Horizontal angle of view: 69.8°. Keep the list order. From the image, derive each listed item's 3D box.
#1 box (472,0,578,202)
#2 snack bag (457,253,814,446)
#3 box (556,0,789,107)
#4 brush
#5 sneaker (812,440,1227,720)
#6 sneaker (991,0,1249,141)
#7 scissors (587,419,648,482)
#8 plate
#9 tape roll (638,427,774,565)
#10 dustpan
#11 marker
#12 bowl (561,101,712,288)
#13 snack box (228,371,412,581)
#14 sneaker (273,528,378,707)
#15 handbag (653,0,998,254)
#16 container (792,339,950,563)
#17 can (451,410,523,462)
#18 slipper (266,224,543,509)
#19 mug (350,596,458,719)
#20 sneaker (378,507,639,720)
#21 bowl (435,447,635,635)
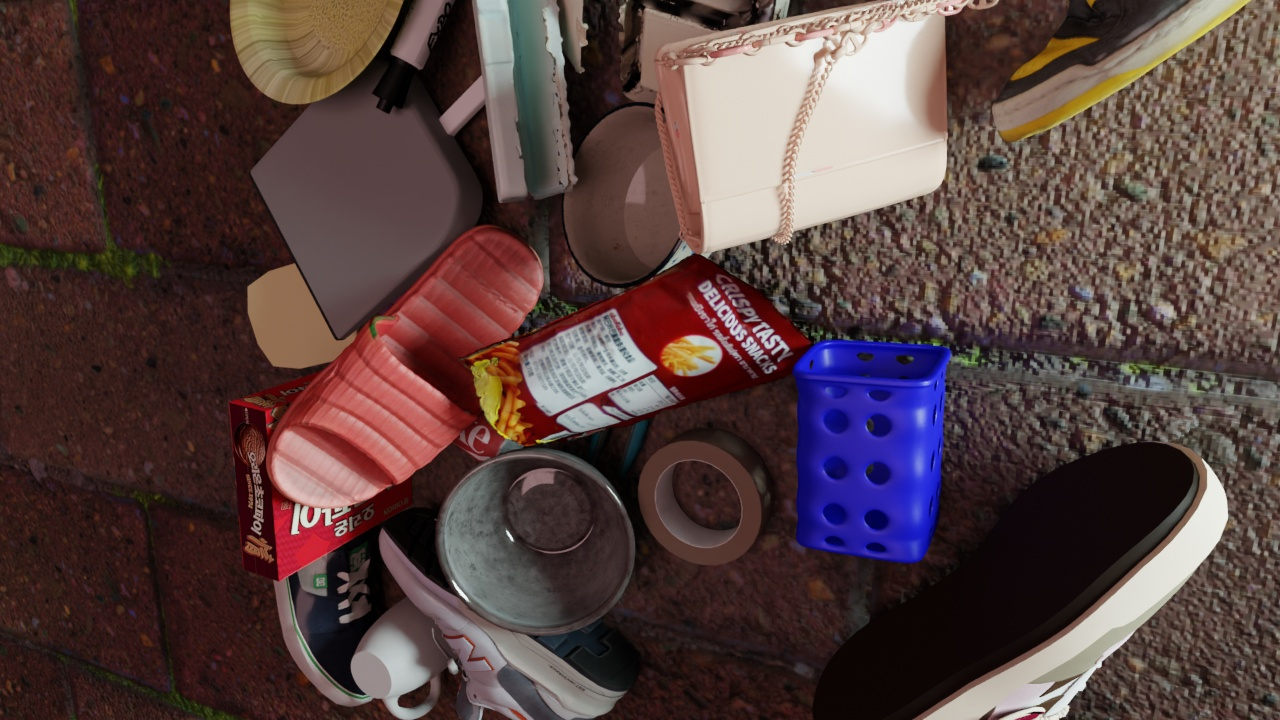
[{"bbox_3d":[-0.086,-0.204,0.597,0.086,0.072,0.199,0,99,47],"label":"box"},{"bbox_3d":[-0.004,0.003,0.599,0.208,0.066,0.139,-17,141,28],"label":"snack bag"},{"bbox_3d":[0.010,-0.237,0.558,0.182,0.080,0.144,24,142,13],"label":"box"},{"bbox_3d":[-0.224,-0.049,0.743,0.229,0.043,0.089,-10,99,29],"label":"brush"},{"bbox_3d":[0.242,0.176,0.553,0.116,0.111,0.295,34,117,-10],"label":"sneaker"},{"bbox_3d":[0.248,-0.221,0.435,0.239,0.085,0.122,-38,91,25],"label":"sneaker"},{"bbox_3d":[0.000,0.027,0.667,0.130,0.019,0.135,-22,100,25],"label":"scissors"},{"bbox_3d":[-0.223,-0.274,0.670,0.185,0.036,0.184,-2,86,29],"label":"plate"},{"bbox_3d":[0.047,0.097,0.657,0.094,0.030,0.094,7,107,25],"label":"tape roll"},{"bbox_3d":[-0.174,-0.153,0.682,0.258,0.033,0.163,-37,77,25],"label":"dustpan"},{"bbox_3d":[-0.154,-0.233,0.645,0.025,0.025,0.126,28,94,17],"label":"marker"},{"bbox_3d":[0.009,-0.102,0.593,0.116,0.059,0.115,-3,86,43],"label":"bowl"},{"bbox_3d":[-0.246,0.078,0.727,0.036,0.151,0.133,10,108,24],"label":"snack box"},{"bbox_3d":[-0.267,0.193,0.811,0.079,0.084,0.235,-15,94,29],"label":"sneaker"},{"bbox_3d":[0.097,-0.109,0.452,0.198,0.187,0.117,-16,111,-13],"label":"handbag"},{"bbox_3d":[0.142,0.054,0.567,0.084,0.084,0.114,5,107,25],"label":"container"},{"bbox_3d":[-0.135,0.039,0.718,0.096,0.053,0.054,34,116,14],"label":"can"},{"bbox_3d":[-0.157,0.010,0.646,0.248,0.059,0.103,-48,115,-6],"label":"slipper"},{"bbox_3d":[-0.200,0.263,0.791,0.071,0.089,0.107,3,105,26],"label":"mug"},{"bbox_3d":[-0.127,0.231,0.747,0.240,0.088,0.124,31,112,12],"label":"sneaker"},{"bbox_3d":[-0.074,0.126,0.690,0.145,0.067,0.145,1,105,4],"label":"bowl"}]
